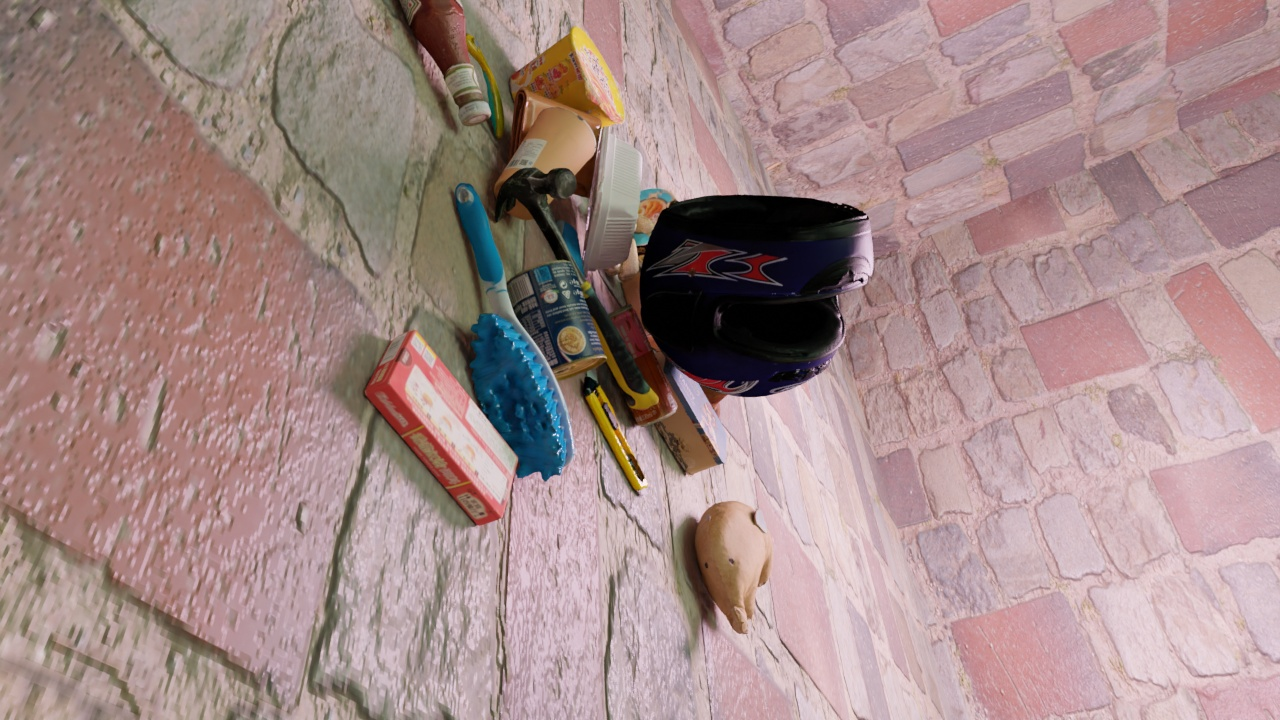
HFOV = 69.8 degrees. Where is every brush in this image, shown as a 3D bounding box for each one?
[{"bbox_3d":[-0.133,-0.037,0.867,0.314,0.061,0.109,67,13,6],"label":"brush"}]

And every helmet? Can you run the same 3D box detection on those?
[{"bbox_3d":[0.142,-0.073,1.131,0.246,0.316,0.240,-17,112,-32],"label":"helmet"}]

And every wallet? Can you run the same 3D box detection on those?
[{"bbox_3d":[-0.106,-0.265,1.135,0.131,0.031,0.108,7,92,-48],"label":"wallet"}]

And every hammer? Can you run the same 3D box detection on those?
[{"bbox_3d":[-0.062,-0.071,1.025,0.031,0.126,0.323,-49,128,-30],"label":"hammer"}]

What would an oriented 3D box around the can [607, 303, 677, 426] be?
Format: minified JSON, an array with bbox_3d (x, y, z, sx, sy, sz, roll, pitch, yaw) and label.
[{"bbox_3d":[-0.007,0.007,1.150,0.147,0.058,0.057,66,18,-4],"label":"can"}]

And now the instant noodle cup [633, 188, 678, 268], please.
[{"bbox_3d":[0.027,-0.182,1.405,0.120,0.111,0.111,57,20,-49],"label":"instant noodle cup"}]

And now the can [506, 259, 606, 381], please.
[{"bbox_3d":[-0.088,-0.040,0.948,0.075,0.075,0.111,4,64,-70],"label":"can"}]

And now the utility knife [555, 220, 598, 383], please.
[{"bbox_3d":[-0.073,-0.063,1.107,0.034,0.018,0.236,19,53,-51],"label":"utility knife"}]

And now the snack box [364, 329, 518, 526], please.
[{"bbox_3d":[-0.154,0.055,0.732,0.153,0.025,0.075,57,22,-29],"label":"snack box"}]

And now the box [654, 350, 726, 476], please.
[{"bbox_3d":[0.054,0.064,1.251,0.184,0.061,0.089,60,19,-25],"label":"box"}]

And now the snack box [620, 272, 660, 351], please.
[{"bbox_3d":[0.034,-0.075,1.330,0.094,0.077,0.092,31,40,-60],"label":"snack box"}]

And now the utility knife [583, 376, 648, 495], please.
[{"bbox_3d":[-0.025,0.090,1.063,0.164,0.015,0.033,63,28,-15],"label":"utility knife"}]

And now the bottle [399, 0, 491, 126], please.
[{"bbox_3d":[-0.213,-0.353,0.989,0.206,0.060,0.059,68,18,2],"label":"bottle"}]

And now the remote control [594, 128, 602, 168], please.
[{"bbox_3d":[-0.079,-0.299,1.309,0.019,0.056,0.134,55,21,-34],"label":"remote control"}]

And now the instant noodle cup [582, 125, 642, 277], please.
[{"bbox_3d":[-0.035,-0.202,1.184,0.138,0.060,0.173,106,-11,-46],"label":"instant noodle cup"}]

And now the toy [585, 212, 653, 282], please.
[{"bbox_3d":[-0.033,-0.184,1.312,0.105,0.066,0.157,6,57,-20],"label":"toy"}]

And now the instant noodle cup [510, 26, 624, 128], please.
[{"bbox_3d":[-0.101,-0.358,1.229,0.138,0.110,0.137,55,22,-35],"label":"instant noodle cup"}]

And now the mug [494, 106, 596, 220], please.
[{"bbox_3d":[-0.112,-0.221,1.042,0.078,0.078,0.122,55,49,-33],"label":"mug"}]

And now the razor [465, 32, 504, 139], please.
[{"bbox_3d":[-0.186,-0.328,1.094,0.043,0.028,0.132,-13,83,-75],"label":"razor"}]

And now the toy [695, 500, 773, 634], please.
[{"bbox_3d":[0.115,0.259,1.165,0.143,0.083,0.225,57,22,-4],"label":"toy"}]

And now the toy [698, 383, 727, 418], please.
[{"bbox_3d":[0.105,-0.016,1.397,0.130,0.140,0.199,12,48,-35],"label":"toy"}]
